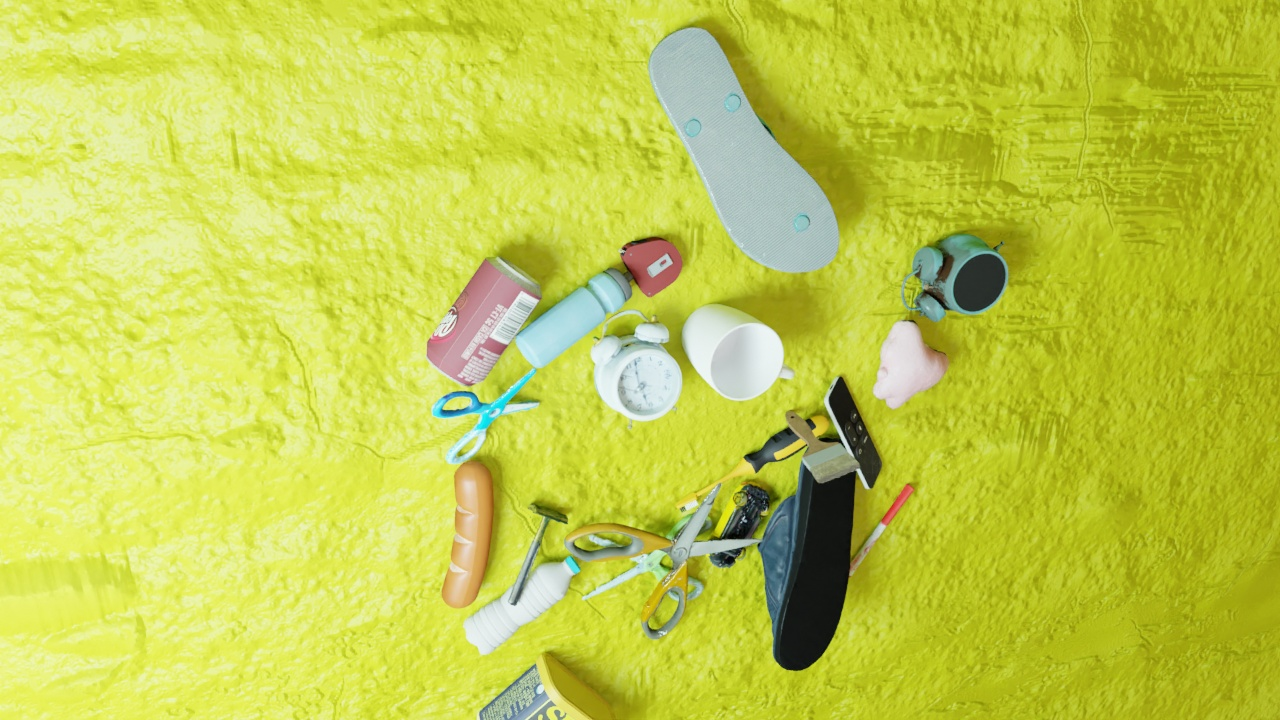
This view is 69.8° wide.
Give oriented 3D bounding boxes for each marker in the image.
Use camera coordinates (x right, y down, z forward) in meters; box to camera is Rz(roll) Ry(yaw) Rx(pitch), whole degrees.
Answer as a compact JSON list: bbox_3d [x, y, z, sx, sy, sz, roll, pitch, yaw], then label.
[{"bbox_3d":[0.297,0.214,1.145,0.012,0.013,0.142,30,98,-28],"label":"marker"}]

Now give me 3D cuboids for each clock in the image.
[{"bbox_3d":[-0.005,0.005,0.921,0.083,0.057,0.118,-21,109,-12],"label":"clock"},{"bbox_3d":[0.348,-0.090,1.020,0.124,0.053,0.090,-19,116,-10],"label":"clock"}]

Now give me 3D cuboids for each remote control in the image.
[{"bbox_3d":[0.248,0.085,1.063,0.045,0.008,0.147,-54,126,-37],"label":"remote control"}]

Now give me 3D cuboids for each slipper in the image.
[{"bbox_3d":[0.093,-0.192,0.890,0.098,0.054,0.269,-39,108,0],"label":"slipper"},{"bbox_3d":[0.183,0.219,1.068,0.108,0.084,0.265,13,83,-42],"label":"slipper"}]

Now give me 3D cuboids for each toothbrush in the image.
[{"bbox_3d":[0.126,0.115,1.032,0.196,0.031,0.031,-29,114,-3],"label":"toothbrush"}]

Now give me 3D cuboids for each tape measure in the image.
[{"bbox_3d":[0.013,-0.098,0.907,0.051,0.019,0.059,-36,119,-4],"label":"tape measure"}]

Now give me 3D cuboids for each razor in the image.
[{"bbox_3d":[-0.115,0.206,0.961,0.042,0.026,0.106,25,83,-29],"label":"razor"}]

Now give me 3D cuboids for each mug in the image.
[{"bbox_3d":[0.103,-0.008,0.938,0.114,0.087,0.081,18,103,-26],"label":"mug"}]

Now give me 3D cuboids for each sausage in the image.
[{"bbox_3d":[-0.174,0.178,0.935,0.044,0.039,0.164,1,110,-25],"label":"sausage"}]

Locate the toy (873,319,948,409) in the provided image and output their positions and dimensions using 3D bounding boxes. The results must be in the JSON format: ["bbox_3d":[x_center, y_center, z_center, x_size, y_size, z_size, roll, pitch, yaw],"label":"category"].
[{"bbox_3d":[0.304,0.010,1.044,0.102,0.050,0.093,33,93,-32],"label":"toy"}]

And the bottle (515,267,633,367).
[{"bbox_3d":[-0.059,-0.045,0.879,0.129,0.040,0.040,-38,119,-16],"label":"bottle"}]

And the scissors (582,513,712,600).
[{"bbox_3d":[0.013,0.234,1.042,0.171,0.024,0.166,-29,124,-6],"label":"scissors"}]

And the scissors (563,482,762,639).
[{"bbox_3d":[0.020,0.219,1.012,0.229,0.016,0.226,15,114,-19],"label":"scissors"}]

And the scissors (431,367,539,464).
[{"bbox_3d":[-0.152,0.050,0.876,0.134,0.011,0.140,-42,153,11],"label":"scissors"}]

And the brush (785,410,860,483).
[{"bbox_3d":[0.183,0.085,0.975,0.045,0.143,0.008,-20,115,-3],"label":"brush"}]

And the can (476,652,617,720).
[{"bbox_3d":[-0.103,0.415,1.038,0.104,0.075,0.135,-41,119,1],"label":"can"}]

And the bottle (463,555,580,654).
[{"bbox_3d":[-0.124,0.258,0.983,0.136,0.044,0.044,-36,119,-4],"label":"bottle"}]

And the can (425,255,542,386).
[{"bbox_3d":[-0.145,-0.036,0.846,0.063,0.063,0.114,33,96,-28],"label":"can"}]

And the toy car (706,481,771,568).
[{"bbox_3d":[0.110,0.189,1.051,0.049,0.030,0.107,27,93,-35],"label":"toy car"}]
